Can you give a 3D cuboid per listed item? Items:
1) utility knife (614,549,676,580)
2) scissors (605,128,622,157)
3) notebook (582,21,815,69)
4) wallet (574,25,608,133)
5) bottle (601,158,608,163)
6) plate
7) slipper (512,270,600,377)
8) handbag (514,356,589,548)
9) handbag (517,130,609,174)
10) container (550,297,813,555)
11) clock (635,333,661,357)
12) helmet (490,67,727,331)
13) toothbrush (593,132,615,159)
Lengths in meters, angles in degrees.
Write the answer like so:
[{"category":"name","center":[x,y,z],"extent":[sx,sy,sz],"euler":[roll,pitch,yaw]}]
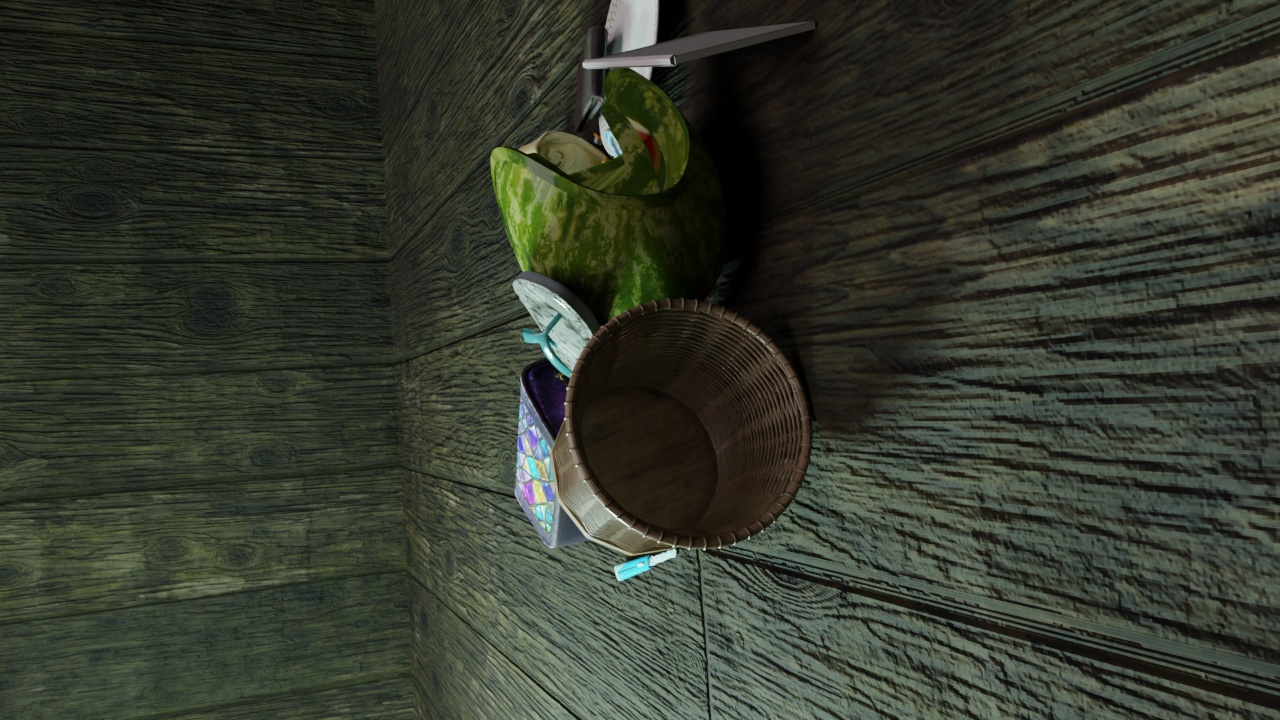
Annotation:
[{"category":"utility knife","center":[0.007,0.258,1.180],"extent":[0.181,0.015,0.022],"euler":[-42,58,57]},{"category":"scissors","center":[-0.015,-0.214,1.120],"extent":[0.134,0.011,0.138],"euler":[61,166,-5]},{"category":"notebook","center":[0.046,-0.298,0.870],"extent":[0.210,0.142,0.009],"euler":[34,140,61]},{"category":"wallet","center":[-0.065,-0.367,1.209],"extent":[0.120,0.031,0.099],"euler":[149,125,-72]},{"category":"bottle","center":[-0.050,-0.191,1.208],"extent":[0.051,0.051,0.146],"euler":[-144,55,-60]},{"category":"plate","center":[-0.012,-0.372,1.116],"extent":[0.243,0.016,0.242],"euler":[-177,91,-72]},{"category":"slipper","center":[-0.087,-0.017,0.943],"extent":[0.098,0.054,0.269],"euler":[35,168,14]},{"category":"handbag","center":[-0.099,0.118,1.245],"extent":[0.222,0.125,0.205],"euler":[-127,36,-46]},{"category":"handbag","center":[-0.114,-0.261,1.261],"extent":[0.119,0.111,0.081],"euler":[14,78,64]},{"category":"container","center":[0.021,0.081,0.887],"extent":[0.197,0.226,0.226],"euler":[128,134,-66]},{"category":"clock","center":[-0.007,0.007,1.128],"extent":[0.119,0.057,0.083],"euler":[64,147,30]},{"category":"helmet","center":[-0.025,-0.141,0.947],"extent":[0.243,0.212,0.248],"euler":[41,156,15]},{"category":"toothbrush","center":[-0.029,-0.269,1.182],"extent":[0.196,0.031,0.031],"euler":[-126,49,-57]}]
